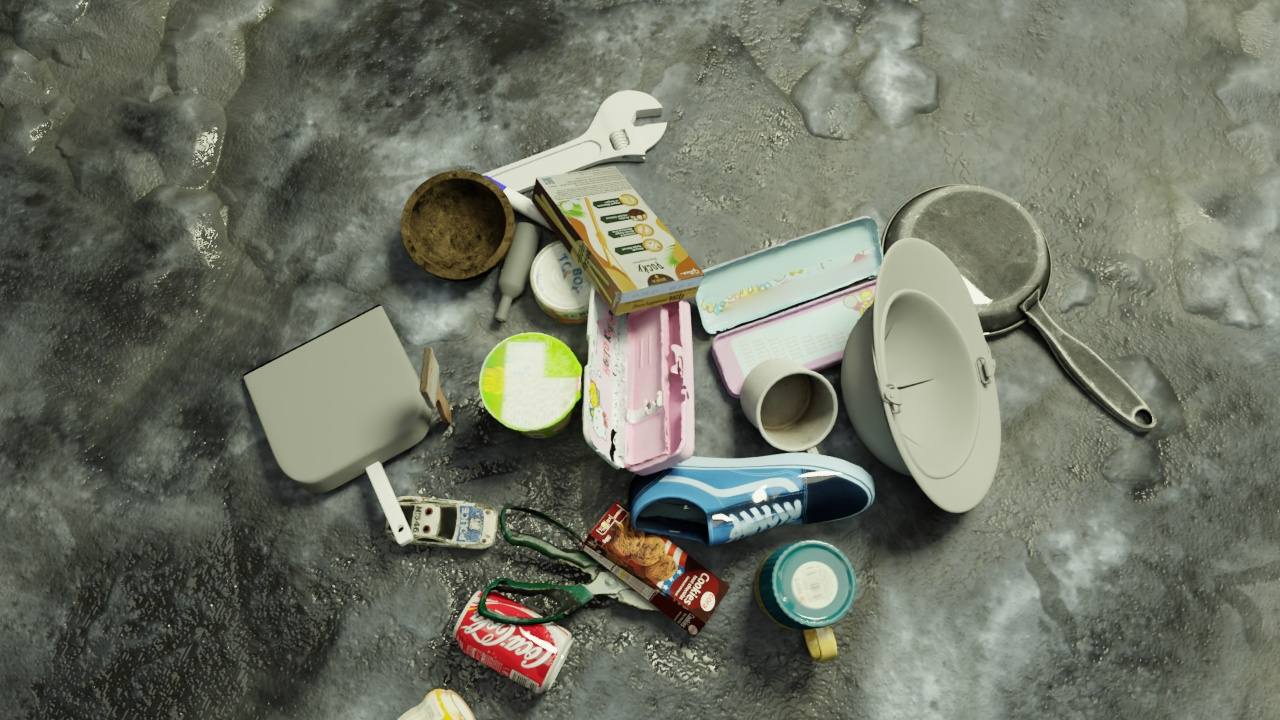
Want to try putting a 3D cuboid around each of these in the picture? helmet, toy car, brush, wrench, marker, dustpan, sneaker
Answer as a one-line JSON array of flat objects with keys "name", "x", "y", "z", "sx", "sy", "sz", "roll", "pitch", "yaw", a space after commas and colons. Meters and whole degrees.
[{"name": "helmet", "x": 0.260, "y": 0.021, "z": 0.933, "sx": 0.183, "sy": 0.118, "sz": 0.271, "roll": -12, "pitch": 89, "yaw": -37}, {"name": "toy car", "x": -0.201, "y": 0.164, "z": 0.927, "sx": 0.113, "sy": 0.040, "sz": 0.048, "roll": 4, "pitch": 75, "yaw": 0}, {"name": "brush", "x": -0.201, "y": 0.037, "z": 0.910, "sx": 0.008, "sy": 0.143, "sz": 0.045, "roll": 2, "pitch": 65, "yaw": -2}, {"name": "wrench", "x": -0.100, "y": -0.237, "z": 1.056, "sx": 0.273, "sy": 0.018, "sz": 0.086, "roll": -21, "pitch": 75, "yaw": -5}, {"name": "marker", "x": -0.116, "y": -0.164, "z": 1.025, "sx": 0.141, "sy": 0.020, "sz": 0.020, "roll": 29, "pitch": 76, "yaw": 1}, {"name": "dustpan", "x": -0.292, "y": 0.077, "z": 0.944, "sx": 0.163, "sy": 0.033, "sz": 0.257, "roll": -29, "pitch": 61, "yaw": -8}, {"name": "sneaker", "x": 0.107, "y": 0.149, "z": 0.895, "sx": 0.241, "sy": 0.083, "sz": 0.098, "roll": 1, "pitch": 38, "yaw": 7}]

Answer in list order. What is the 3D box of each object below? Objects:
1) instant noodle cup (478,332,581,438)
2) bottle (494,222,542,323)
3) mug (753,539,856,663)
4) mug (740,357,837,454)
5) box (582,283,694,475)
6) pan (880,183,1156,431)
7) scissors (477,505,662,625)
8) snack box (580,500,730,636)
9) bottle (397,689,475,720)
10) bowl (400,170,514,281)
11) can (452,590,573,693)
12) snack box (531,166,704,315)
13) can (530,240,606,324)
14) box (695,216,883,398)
[{"name": "instant noodle cup", "x": -0.106, "y": 0.035, "z": 0.929, "sx": 0.099, "sy": 0.108, "sz": 0.098, "roll": 0, "pitch": 74, "yaw": -1}, {"name": "bottle", "x": -0.138, "y": -0.095, "z": 1.007, "sx": 0.030, "sy": 0.030, "sz": 0.112, "roll": 14, "pitch": 74, "yaw": 4}, {"name": "mug", "x": 0.162, "y": 0.230, "z": 0.877, "sx": 0.083, "sy": 0.107, "sz": 0.113, "roll": -14, "pitch": 75, "yaw": -7}, {"name": "mug", "x": 0.154, "y": 0.056, "z": 0.938, "sx": 0.084, "sy": 0.070, "sz": 0.113, "roll": -23, "pitch": 106, "yaw": -5}, {"name": "box", "x": -0.008, "y": 0.005, "z": 0.910, "sx": 0.087, "sy": 0.102, "sz": 0.201, "roll": -26, "pitch": 47, "yaw": 32}, {"name": "pan", "x": 0.420, "y": -0.057, "z": 0.996, "sx": 0.187, "sy": 0.055, "sz": 0.357, "roll": -42, "pitch": 74, "yaw": -11}, {"name": "scissors", "x": -0.060, "y": 0.200, "z": 0.921, "sx": 0.209, "sy": 0.015, "sz": 0.146, "roll": 5, "pitch": 45, "yaw": -18}, {"name": "snack box", "x": 0.014, "y": 0.205, "z": 0.910, "sx": 0.141, "sy": 0.032, "sz": 0.050, "roll": 36, "pitch": 47, "yaw": 9}, {"name": "bottle", "x": -0.210, "y": 0.361, "z": 0.860, "sx": 0.108, "sy": 0.063, "sz": 0.063, "roll": -39, "pitch": 78, "yaw": -8}, {"name": "bowl", "x": -0.195, "y": -0.140, "z": 1.005, "sx": 0.121, "sy": 0.056, "sz": 0.121, "roll": 0, "pitch": 80, "yaw": 0}, {"name": "can", "x": -0.123, "y": 0.269, "z": 0.885, "sx": 0.105, "sy": 0.064, "sz": 0.064, "roll": 27, "pitch": 75, "yaw": 7}, {"name": "snack box", "x": -0.027, "y": -0.131, "z": 0.969, "sx": 0.100, "sy": 0.032, "sz": 0.186, "roll": -16, "pitch": 54, "yaw": -31}, {"name": "can", "x": -0.076, "y": -0.086, "z": 0.998, "sx": 0.086, "sy": 0.043, "sz": 0.086, "roll": 0, "pitch": 76, "yaw": 0}, {"name": "box", "x": 0.172, "y": -0.059, "z": 0.989, "sx": 0.214, "sy": 0.049, "sz": 0.150, "roll": -19, "pitch": 95, "yaw": -6}]
